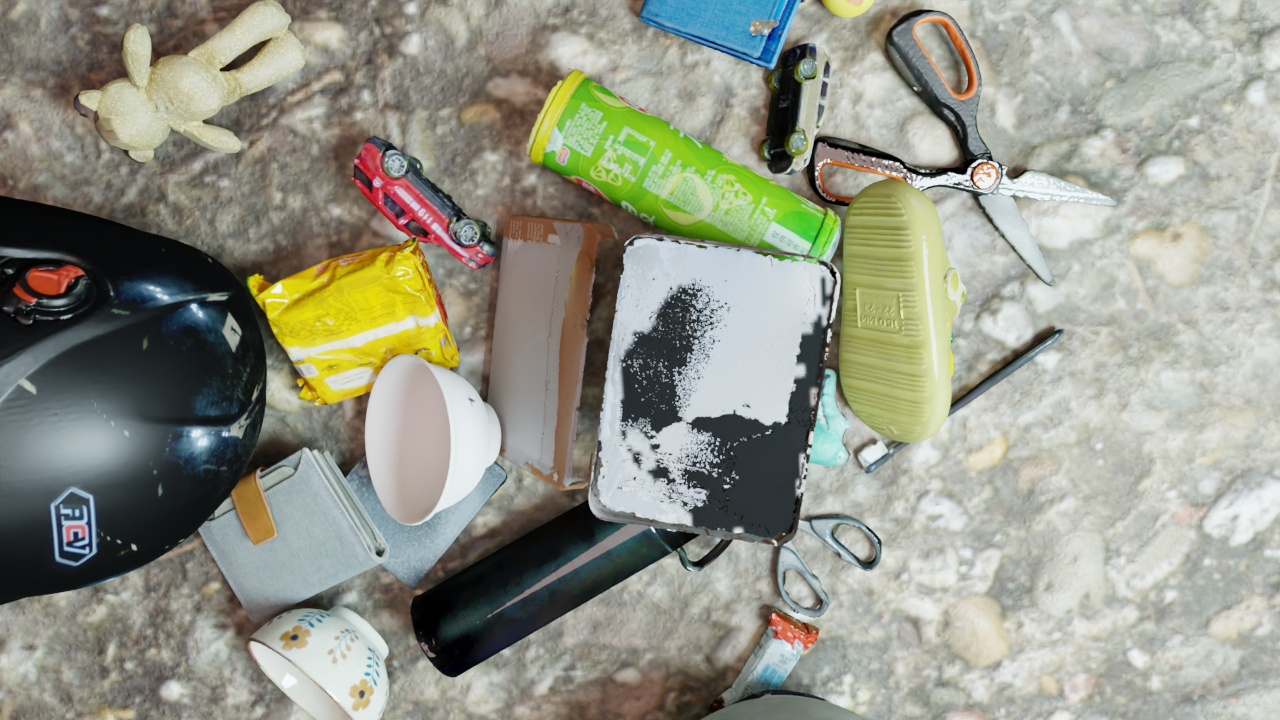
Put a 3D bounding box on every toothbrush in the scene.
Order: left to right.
[{"bbox_3d":[0.241,0.028,0.690,0.181,0.015,0.018,-35,87,6],"label":"toothbrush"}]

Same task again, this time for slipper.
[{"bbox_3d":[0.193,-0.035,0.644,0.081,0.092,0.191,-19,113,-27],"label":"slipper"}]

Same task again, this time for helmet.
[{"bbox_3d":[-0.357,0.028,0.574,0.230,0.274,0.234,6,122,-26],"label":"helmet"},{"bbox_3d":[0.085,0.349,0.664,0.230,0.157,0.274,39,93,-9],"label":"helmet"}]

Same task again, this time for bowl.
[{"bbox_3d":[-0.230,0.225,0.688,0.113,0.114,0.062,46,55,-5],"label":"bowl"},{"bbox_3d":[-0.139,0.054,0.652,0.064,0.118,0.118,0,100,-43],"label":"bowl"}]

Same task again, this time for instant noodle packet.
[{"bbox_3d":[-0.204,-0.027,0.661,0.128,0.044,0.111,-13,122,4],"label":"instant noodle packet"}]

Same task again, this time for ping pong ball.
[{"bbox_3d":[0.145,-0.260,0.638,0.040,0.040,0.040,0,98,0],"label":"ping pong ball"}]

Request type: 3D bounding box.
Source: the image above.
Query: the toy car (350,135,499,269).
[{"bbox_3d":[-0.154,-0.108,0.658,0.120,0.053,0.045,41,97,-2],"label":"toy car"}]

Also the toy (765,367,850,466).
[{"bbox_3d":[0.116,0.050,0.688,0.092,0.030,0.096,9,91,-8],"label":"toy"}]

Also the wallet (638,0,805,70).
[{"bbox_3d":[0.070,-0.283,0.638,0.106,0.040,0.133,22,98,6],"label":"wallet"}]

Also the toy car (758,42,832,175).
[{"bbox_3d":[0.111,-0.175,0.649,0.035,0.042,0.090,9,92,-23],"label":"toy car"}]

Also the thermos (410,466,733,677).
[{"bbox_3d":[-0.044,0.157,0.682,0.242,0.068,0.090,-29,102,5],"label":"thermos"}]

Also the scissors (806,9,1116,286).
[{"bbox_3d":[0.226,-0.143,0.667,0.225,0.021,0.221,-18,103,5],"label":"scissors"}]

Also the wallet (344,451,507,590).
[{"bbox_3d":[-0.174,0.103,0.704,0.097,0.019,0.121,39,95,-6],"label":"wallet"}]

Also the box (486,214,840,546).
[{"bbox_3d":[-0.008,0.003,0.598,0.273,0.130,0.179,12,99,29],"label":"box"}]

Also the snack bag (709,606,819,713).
[{"bbox_3d":[0.097,0.243,0.715,0.045,0.026,0.105,29,98,-12],"label":"snack bag"}]

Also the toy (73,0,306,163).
[{"bbox_3d":[-0.312,-0.199,0.647,0.157,0.066,0.105,-29,139,0],"label":"toy"}]

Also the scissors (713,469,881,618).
[{"bbox_3d":[0.111,0.119,0.707,0.166,0.014,0.163,-1,95,3],"label":"scissors"}]

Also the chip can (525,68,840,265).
[{"bbox_3d":[0.033,-0.120,0.643,0.221,0.072,0.072,29,97,-3],"label":"chip can"}]

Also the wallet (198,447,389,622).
[{"bbox_3d":[-0.267,0.130,0.685,0.130,0.037,0.106,-27,98,20],"label":"wallet"}]
